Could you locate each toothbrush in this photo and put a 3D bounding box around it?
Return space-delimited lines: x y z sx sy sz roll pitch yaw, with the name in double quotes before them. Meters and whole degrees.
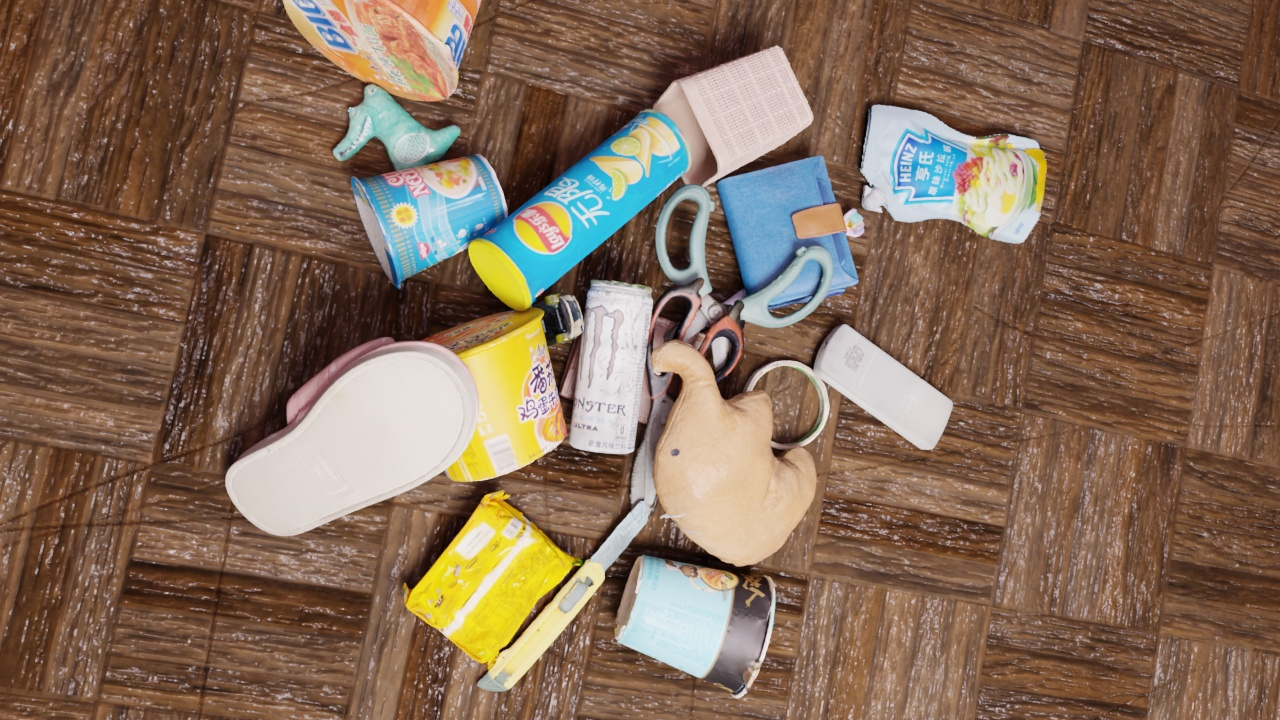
"toothbrush" 0.138 -0.086 0.884 0.189 0.021 0.029 -34 113 -9

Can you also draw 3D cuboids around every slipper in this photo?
"slipper" -0.226 0.062 0.723 0.275 0.054 0.114 -31 107 29

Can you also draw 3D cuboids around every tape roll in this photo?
"tape roll" 0.139 0.043 0.882 0.085 0.014 0.086 0 88 -12

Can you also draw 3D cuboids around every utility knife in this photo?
"utility knife" -0.065 0.215 0.831 0.031 0.022 0.219 43 78 -17

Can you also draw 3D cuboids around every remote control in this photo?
"remote control" 0.237 0.026 0.896 0.150 0.021 0.058 34 72 -11

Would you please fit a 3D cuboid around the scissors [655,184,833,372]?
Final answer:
"scissors" 0.078 -0.087 0.827 0.170 0.019 0.180 -31 97 1

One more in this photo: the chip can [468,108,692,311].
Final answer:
"chip can" -0.048 -0.134 0.799 0.209 0.071 0.071 -43 97 -23

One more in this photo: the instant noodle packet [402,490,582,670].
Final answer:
"instant noodle packet" -0.130 0.189 0.805 0.111 0.044 0.128 43 84 -14

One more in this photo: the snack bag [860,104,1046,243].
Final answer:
"snack bag" 0.309 -0.185 0.916 0.191 0.039 0.110 10 97 -11

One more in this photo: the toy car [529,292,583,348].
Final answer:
"toy car" -0.074 -0.035 0.802 0.035 0.091 0.042 -19 92 -28

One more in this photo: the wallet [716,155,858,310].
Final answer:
"wallet" 0.138 -0.119 0.862 0.106 0.040 0.133 -13 81 0

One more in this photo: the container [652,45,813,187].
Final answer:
"container" 0.086 -0.225 0.844 0.110 0.090 0.090 -28 94 -15

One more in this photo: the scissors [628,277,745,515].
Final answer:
"scissors" 0.039 0.041 0.829 0.193 0.015 0.207 -23 103 2

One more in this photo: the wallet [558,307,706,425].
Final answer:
"wallet" -0.005 0.005 0.846 0.124 0.032 0.101 19 87 -10

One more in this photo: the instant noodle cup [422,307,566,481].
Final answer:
"instant noodle cup" -0.129 0.029 0.768 0.138 0.138 0.110 -22 105 -12

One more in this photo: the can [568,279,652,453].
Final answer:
"can" -0.025 0.006 0.797 0.058 0.058 0.146 7 92 -12

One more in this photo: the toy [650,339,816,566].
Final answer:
"toy" 0.069 0.087 0.802 0.143 0.083 0.226 -53 123 -21

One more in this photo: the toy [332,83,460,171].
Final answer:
"toy" -0.221 -0.198 0.808 0.092 0.030 0.096 44 88 -2

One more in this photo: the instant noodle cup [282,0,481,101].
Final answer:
"instant noodle cup" -0.200 -0.306 0.761 0.151 0.152 0.111 24 75 -10

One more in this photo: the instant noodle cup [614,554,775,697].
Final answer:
"instant noodle cup" 0.044 0.228 0.815 0.120 0.111 0.111 19 84 -5

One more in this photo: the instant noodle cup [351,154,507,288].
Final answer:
"instant noodle cup" -0.177 -0.127 0.787 0.109 0.099 0.099 -25 93 -20
